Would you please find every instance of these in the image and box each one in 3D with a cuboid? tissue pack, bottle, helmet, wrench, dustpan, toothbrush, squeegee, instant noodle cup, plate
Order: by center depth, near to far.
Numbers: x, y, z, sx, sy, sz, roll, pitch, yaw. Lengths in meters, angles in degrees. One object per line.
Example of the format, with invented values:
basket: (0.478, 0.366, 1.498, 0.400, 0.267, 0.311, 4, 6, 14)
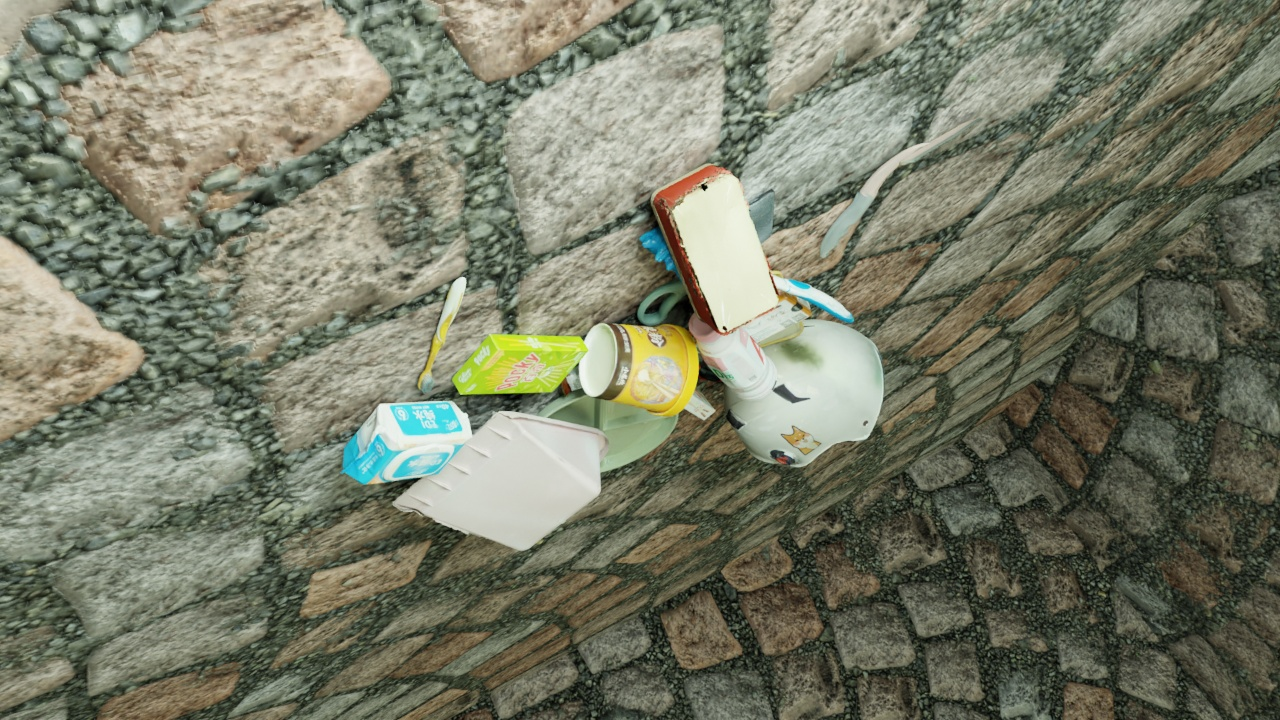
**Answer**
toothbrush: (-0.209, -0.022, 0.965, 0.016, 0.018, 0.192, -17, 153, -37)
tissue pack: (-0.271, 0.098, 1.070, 0.090, 0.063, 0.139, -45, 155, 28)
instant noodle cup: (-0.007, 0.007, 1.153, 0.114, 0.118, 0.119, 9, 137, -32)
bottle: (0.117, -0.009, 1.174, 0.068, 0.068, 0.197, -36, 147, 8)
squeegee: (0.310, -0.221, 1.209, 0.246, 0.040, 0.250, -34, 171, -46)
dustpan: (-0.171, 0.146, 1.263, 0.223, 0.138, 0.273, -37, 126, 22)
plate: (-0.057, 0.098, 1.328, 0.230, 0.027, 0.231, -12, 146, -9)
wrench: (0.084, 0.011, 1.370, 0.056, 0.016, 0.273, 8, 173, 15)
helmet: (0.230, 0.035, 1.424, 0.275, 0.229, 0.157, -17, 144, 35)

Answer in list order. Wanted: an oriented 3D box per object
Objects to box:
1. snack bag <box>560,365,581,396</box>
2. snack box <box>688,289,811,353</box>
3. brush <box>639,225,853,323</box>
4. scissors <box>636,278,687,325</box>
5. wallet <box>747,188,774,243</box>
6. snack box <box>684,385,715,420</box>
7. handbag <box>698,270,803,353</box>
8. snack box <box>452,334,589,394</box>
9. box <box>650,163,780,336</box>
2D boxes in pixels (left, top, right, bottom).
snack bag: (-0.060, 0.011, 1.216, 0.104, 0.026, 0.048, -27, 148, -10)
snack box: (0.142, -0.048, 1.214, 0.154, 0.026, 0.075, -27, 149, 27)
brush: (0.137, -0.090, 1.092, 0.109, 0.060, 0.314, -47, 128, 9)
scissors: (0.087, -0.086, 1.164, 0.181, 0.019, 0.171, 10, 143, -40)
wallet: (0.112, -0.153, 1.120, 0.120, 0.019, 0.097, -31, 157, -9)
snack box: (0.056, 0.037, 1.343, 0.027, 0.084, 0.156, -40, 157, 8)
handbag: (0.134, -0.056, 1.309, 0.179, 0.063, 0.163, -21, 159, 11)
snack box: (-0.141, 0.005, 1.100, 0.086, 0.026, 0.156, -46, 154, 28)
box: (0.086, -0.115, 0.974, 0.091, 0.076, 0.168, -29, 119, -8)
